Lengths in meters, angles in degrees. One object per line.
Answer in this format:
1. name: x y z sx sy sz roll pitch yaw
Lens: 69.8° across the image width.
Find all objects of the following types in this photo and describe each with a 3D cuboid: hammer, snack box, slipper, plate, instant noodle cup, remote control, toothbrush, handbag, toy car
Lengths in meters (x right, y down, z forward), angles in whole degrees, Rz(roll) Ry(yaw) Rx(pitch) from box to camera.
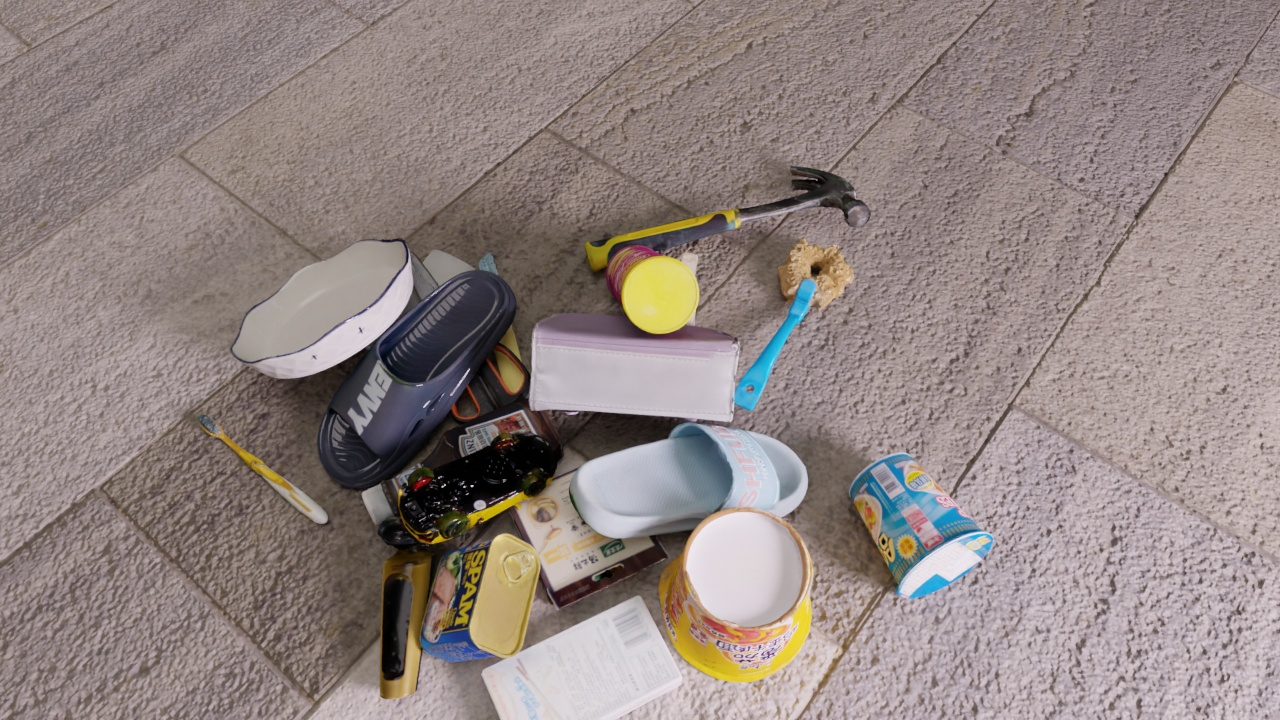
1. hammer: 0.093 -0.162 1.076 0.323 0.032 0.126 -15 38 -4
2. snack box: -0.051 0.165 0.861 0.113 0.053 0.125 -22 60 -14
3. slipper: 0.051 0.103 0.857 0.245 0.074 0.104 -5 47 -29
4. snack box: -0.051 0.278 0.803 0.156 0.027 0.084 -23 60 -14
5. plate: -0.326 -0.053 0.962 0.205 0.045 0.204 -18 33 12
6. instant noodle cup: 0.252 0.148 0.854 0.099 0.099 0.110 -20 52 -13
7. remote control: -0.246 -0.058 1.024 0.058 0.021 0.149 27 61 7
8. slipper: -0.236 0.003 0.928 0.111 0.083 0.267 34 77 20
9. toothbrush: -0.381 0.107 0.920 0.191 0.018 0.016 33 64 19
10. handbag: -0.006 0.005 0.923 0.197 0.098 0.144 5 15 3
11. instant noodle cup: 0.088 0.199 0.805 0.138 0.110 0.137 -1 57 1
12. toy car: -0.147 0.117 0.846 0.155 0.041 0.071 -25 55 -31

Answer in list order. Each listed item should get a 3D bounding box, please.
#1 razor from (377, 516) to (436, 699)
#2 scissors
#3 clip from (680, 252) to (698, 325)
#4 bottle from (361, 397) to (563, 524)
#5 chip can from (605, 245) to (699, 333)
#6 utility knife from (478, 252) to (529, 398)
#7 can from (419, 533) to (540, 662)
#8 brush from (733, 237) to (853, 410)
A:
1. razor: -0.213 0.217 0.825 0.062 0.068 0.167 -5 63 6
2. scissors: -0.189 -0.037 0.993 0.142 0.022 0.234 -12 68 2
3. clip: 0.047 -0.067 1.022 0.035 0.072 0.100 7 63 5
4. bottle: -0.176 0.105 0.907 0.194 0.044 0.080 -24 59 -14
5. chip can: 0.006 -0.078 0.934 0.071 0.210 0.071 -1 101 -6
6. utility knife: -0.153 -0.038 1.014 0.031 0.022 0.210 -13 65 -10
7. can: -0.142 0.211 0.807 0.083 0.057 0.101 -23 44 40
8. brush: 0.161 -0.043 0.996 0.083 0.046 0.253 25 55 13
